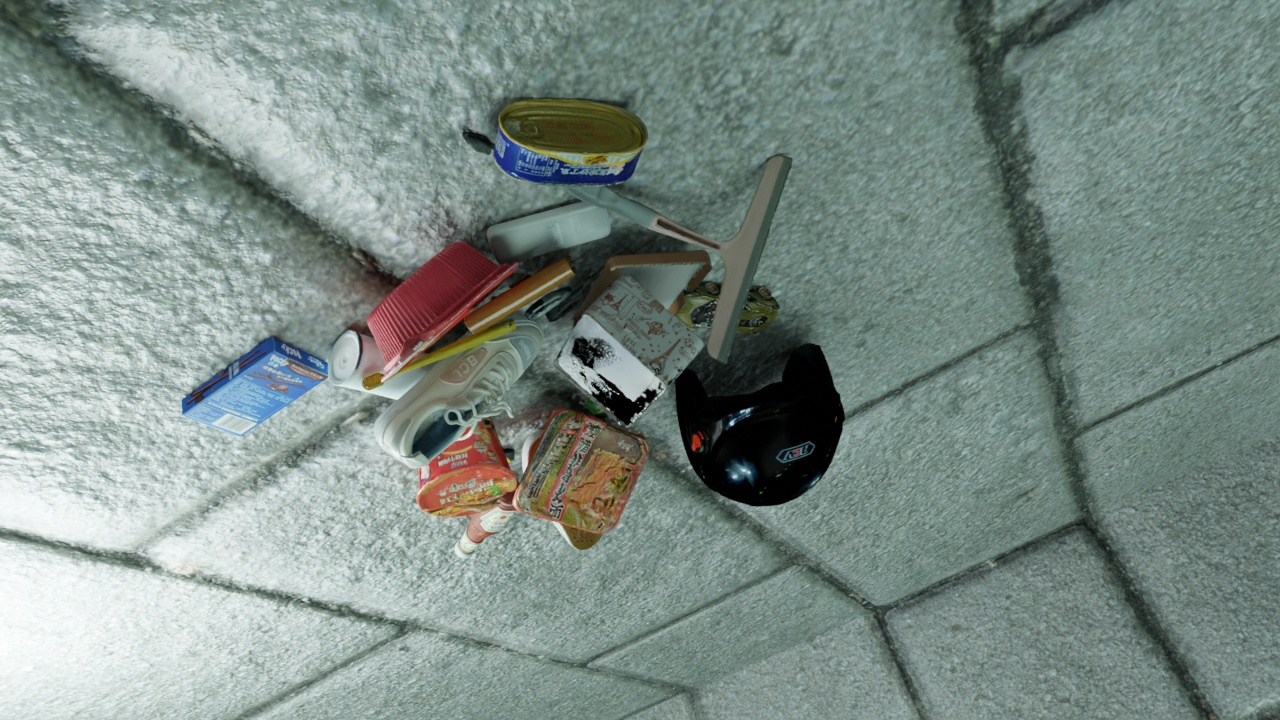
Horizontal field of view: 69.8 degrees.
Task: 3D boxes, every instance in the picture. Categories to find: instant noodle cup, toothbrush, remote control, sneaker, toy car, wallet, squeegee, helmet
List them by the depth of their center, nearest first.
[{"bbox_3d":[-0.106,-0.196,0.950,0.188,0.016,0.014,17,130,-45],"label":"toothbrush"},{"bbox_3d":[-0.220,-0.062,0.977,0.194,0.193,0.066,-37,100,25],"label":"instant noodle cup"},{"bbox_3d":[0.020,-0.154,1.008,0.249,0.247,0.040,21,176,-19],"label":"squeegee"},{"bbox_3d":[-0.101,-0.144,1.022,0.136,0.020,0.056,-16,147,-1],"label":"remote control"},{"bbox_3d":[-0.132,-0.076,1.044,0.131,0.119,0.035,-31,102,3],"label":"wallet"},{"bbox_3d":[-0.233,-0.008,1.069,0.190,0.015,0.017,-24,-179,-16],"label":"toothbrush"},{"bbox_3d":[-0.201,0.037,1.097,0.241,0.091,0.089,-42,134,-19],"label":"sneaker"},{"bbox_3d":[0.114,-0.067,1.233,0.158,0.042,0.070,4,140,-27],"label":"toy car"},{"bbox_3d":[-0.252,0.139,1.280,0.138,0.108,0.138,-14,147,-9],"label":"instant noodle cup"},{"bbox_3d":[-0.036,0.053,1.336,0.091,0.036,0.043,-34,143,15],"label":"toy car"},{"bbox_3d":[0.178,0.101,1.341,0.233,0.230,0.275,-12,-175,-12],"label":"helmet"},{"bbox_3d":[-0.092,0.157,1.349,0.188,0.079,0.164,24,93,-34],"label":"instant noodle cup"},{"bbox_3d":[-0.133,0.197,1.445,0.118,0.088,0.241,-35,127,-18],"label":"sneaker"}]

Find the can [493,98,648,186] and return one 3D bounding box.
[{"bbox_3d":[-0.068,-0.211,0.894,0.148,0.074,0.049,-4,148,-22],"label":"can"}]

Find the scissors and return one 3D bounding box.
[{"bbox_3d":[-0.065,-0.092,1.098,0.174,0.014,0.160,-27,170,-29],"label":"scissors"}]

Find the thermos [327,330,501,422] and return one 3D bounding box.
[{"bbox_3d":[-0.272,0.026,1.141,0.073,0.073,0.224,-39,143,27],"label":"thermos"}]

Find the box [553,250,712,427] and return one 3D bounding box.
[{"bbox_3d":[0.003,-0.048,1.118,0.180,0.153,0.183,-46,179,-27],"label":"box"}]

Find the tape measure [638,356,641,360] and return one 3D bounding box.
[{"bbox_3d":[-0.008,0.007,1.280,0.057,0.039,0.058,17,137,-43],"label":"tape measure"}]

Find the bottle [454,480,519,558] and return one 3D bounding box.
[{"bbox_3d":[-0.255,0.264,1.509,0.059,0.059,0.207,5,140,-34],"label":"bottle"}]

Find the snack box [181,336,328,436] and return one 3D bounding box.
[{"bbox_3d":[-0.459,0.034,1.094,0.157,0.026,0.084,-31,146,17],"label":"snack box"}]

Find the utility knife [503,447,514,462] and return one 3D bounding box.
[{"bbox_3d":[-0.264,0.169,1.405,0.165,0.015,0.033,-23,141,8],"label":"utility knife"}]
